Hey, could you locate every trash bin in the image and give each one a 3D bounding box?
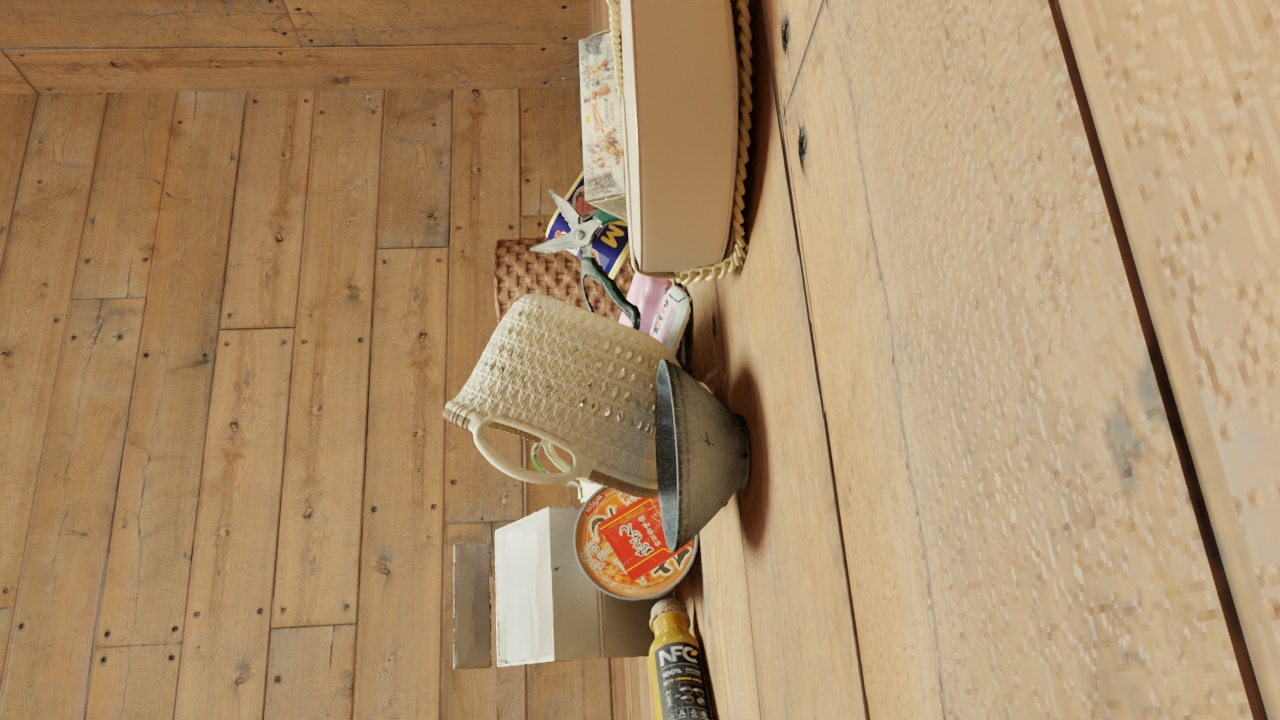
[{"bbox_3d":[-0.085,-0.099,1.234,0.151,0.210,0.151,176,92,-86],"label":"trash bin"}]

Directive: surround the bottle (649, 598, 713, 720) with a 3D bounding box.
[{"bbox_3d":[0.037,0.305,0.878,0.186,0.053,0.053,-100,9,-62],"label":"bottle"}]

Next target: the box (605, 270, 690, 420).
[{"bbox_3d":[-0.005,0.006,0.979,0.152,0.038,0.201,-115,42,-68],"label":"box"}]

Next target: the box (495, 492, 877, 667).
[{"bbox_3d":[0.039,0.259,1.076,0.174,0.422,0.167,107,160,-71],"label":"box"}]

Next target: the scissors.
[{"bbox_3d":[-0.032,-0.106,0.961,0.015,0.202,0.202,-4,-97,-57],"label":"scissors"}]

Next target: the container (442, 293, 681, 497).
[{"bbox_3d":[-0.052,0.039,0.809,0.246,0.184,0.143,48,-116,-80],"label":"container"}]

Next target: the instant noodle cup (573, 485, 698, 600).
[{"bbox_3d":[0.001,0.197,0.958,0.122,0.123,0.123,76,-171,-66],"label":"instant noodle cup"}]

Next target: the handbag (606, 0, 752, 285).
[{"bbox_3d":[0.017,-0.178,0.645,0.209,0.103,0.210,88,179,-54],"label":"handbag"}]

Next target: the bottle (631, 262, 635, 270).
[{"bbox_3d":[0.012,-0.122,1.072,0.109,0.044,0.044,-179,87,-86],"label":"bottle"}]

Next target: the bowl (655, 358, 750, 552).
[{"bbox_3d":[0.045,0.066,0.656,0.137,0.057,0.137,176,92,-85],"label":"bowl"}]

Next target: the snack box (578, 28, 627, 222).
[{"bbox_3d":[-0.001,-0.199,0.830,0.143,0.041,0.148,12,-106,-63],"label":"snack box"}]

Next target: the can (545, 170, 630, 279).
[{"bbox_3d":[-0.041,-0.164,1.044,0.116,0.092,0.057,-60,3,-22],"label":"can"}]

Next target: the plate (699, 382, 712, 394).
[{"bbox_3d":[0.044,0.070,0.754,0.104,0.026,0.104,172,91,-77],"label":"plate"}]

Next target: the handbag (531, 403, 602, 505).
[{"bbox_3d":[-0.066,0.131,1.293,0.074,0.176,0.151,108,161,-72],"label":"handbag"}]
